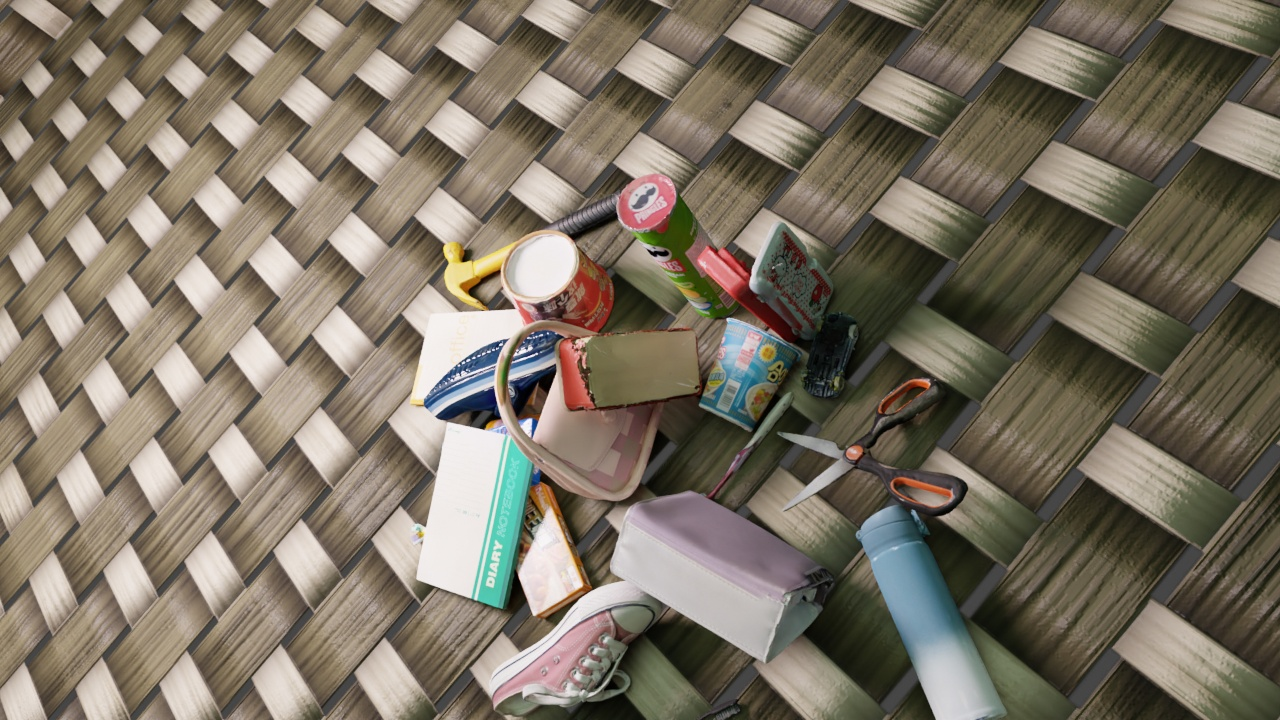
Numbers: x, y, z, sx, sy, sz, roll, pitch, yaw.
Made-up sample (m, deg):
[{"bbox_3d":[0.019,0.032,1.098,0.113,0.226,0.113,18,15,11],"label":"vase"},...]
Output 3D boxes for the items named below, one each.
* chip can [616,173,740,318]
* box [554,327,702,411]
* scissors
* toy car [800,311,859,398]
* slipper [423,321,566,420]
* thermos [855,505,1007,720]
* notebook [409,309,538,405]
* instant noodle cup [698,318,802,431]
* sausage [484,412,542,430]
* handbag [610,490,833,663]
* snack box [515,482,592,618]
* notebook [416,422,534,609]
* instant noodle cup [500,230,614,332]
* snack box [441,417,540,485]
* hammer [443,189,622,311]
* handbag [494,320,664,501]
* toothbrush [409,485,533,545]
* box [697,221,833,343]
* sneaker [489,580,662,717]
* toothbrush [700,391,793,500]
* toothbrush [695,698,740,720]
[{"bbox_3d":[0.054,-0.127,1.085,0.072,0.236,0.072,-11,64,22],"label":"chip can"},{"bbox_3d":[-0.006,0.006,1.045,0.078,0.168,0.091,-6,90,51],"label":"box"},{"bbox_3d":[0.250,0.094,0.985,0.233,0.022,0.220,22,62,44],"label":"scissors"},{"bbox_3d":[0.223,-0.006,1.072,0.049,0.031,0.105,12,75,29],"label":"toy car"},{"bbox_3d":[-0.172,0.024,1.205,0.253,0.095,0.104,-23,16,32],"label":"slipper"},{"bbox_3d":[0.284,0.251,0.909,0.070,0.070,0.220,-25,59,13],"label":"thermos"},{"bbox_3d":[-0.227,-0.005,1.300,0.207,0.010,0.145,-1,68,25],"label":"notebook"},{"bbox_3d":[0.123,0.020,1.077,0.099,0.099,0.110,25,87,32],"label":"instant noodle cup"},{"bbox_3d":[-0.136,0.080,1.212,0.165,0.021,0.021,-10,64,22],"label":"sausage"},{"bbox_3d":[0.087,0.221,0.970,0.197,0.144,0.098,25,111,30],"label":"handbag"},{"bbox_3d":[-0.122,0.233,1.135,0.075,0.026,0.153,-33,58,9],"label":"snack box"},{"bbox_3d":[-0.207,0.193,1.163,0.151,0.012,0.209,8,85,32],"label":"notebook"},{"bbox_3d":[-0.115,-0.099,1.221,0.138,0.108,0.137,-7,64,15],"label":"instant noodle cup"},{"bbox_3d":[-0.197,0.133,1.200,0.157,0.026,0.084,-16,59,29],"label":"snack box"},{"bbox_3d":[-0.153,-0.169,1.325,0.301,0.033,0.128,-24,60,15],"label":"hammer"},{"bbox_3d":[-0.081,0.045,1.074,0.094,0.234,0.193,-1,64,44],"label":"handbag"},{"bbox_3d":[-0.220,0.198,1.201,0.190,0.020,0.029,-24,57,14],"label":"toothbrush"},{"bbox_3d":[0.158,-0.092,1.038,0.100,0.201,0.095,-47,59,8],"label":"box"},{"bbox_3d":[-0.068,0.337,1.017,0.241,0.118,0.087,-38,39,13],"label":"sneaker"},{"bbox_3d":[0.119,0.110,1.081,0.187,0.016,0.017,-51,47,-2],"label":"toothbrush"},{"bbox_3d":[0.028,0.416,0.990,0.190,0.014,0.016,-34,81,9],"label":"toothbrush"}]
